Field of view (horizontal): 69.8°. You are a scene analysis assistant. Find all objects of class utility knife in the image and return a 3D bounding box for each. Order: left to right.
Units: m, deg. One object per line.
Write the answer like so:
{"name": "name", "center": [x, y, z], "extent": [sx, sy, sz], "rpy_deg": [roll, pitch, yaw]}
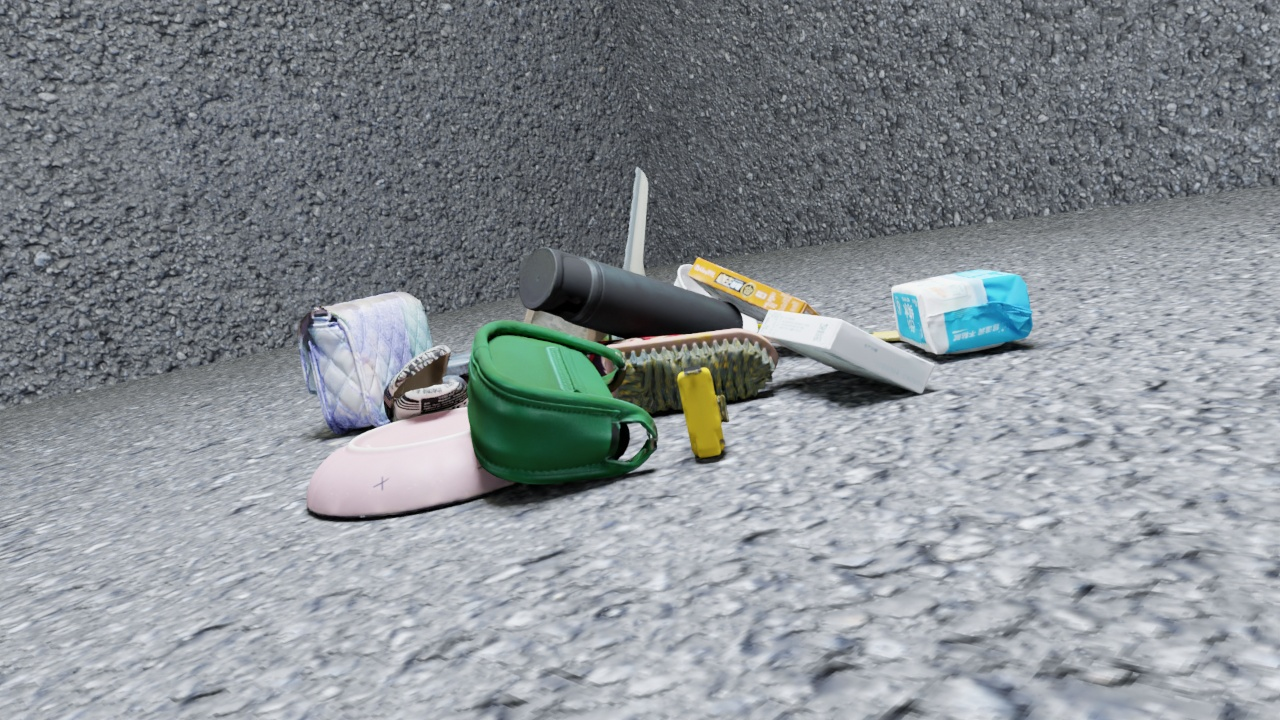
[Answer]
{"name": "utility knife", "center": [0.211, -0.021, 0.958], "extent": [0.178, 0.019, 0.030], "rpy_deg": [-9, 1, 41]}

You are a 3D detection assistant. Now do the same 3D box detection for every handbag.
{"name": "handbag", "center": [-0.293, -0.002, 1.000], "extent": [0.076, 0.134, 0.193], "rpy_deg": [-8, 7, 9]}
{"name": "handbag", "center": [-0.057, 0.025, 0.621], "extent": [0.120, 0.068, 0.131], "rpy_deg": [3, 21, -17]}

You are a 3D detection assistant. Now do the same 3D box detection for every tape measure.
{"name": "tape measure", "center": [0.043, 0.033, 0.610], "extent": [0.029, 0.060, 0.057], "rpy_deg": [-11, 2, 3]}

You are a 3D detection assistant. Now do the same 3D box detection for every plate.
{"name": "plate", "center": [-0.152, 0.067, 0.682], "extent": [0.192, 0.039, 0.192], "rpy_deg": [-10, 8, 1]}

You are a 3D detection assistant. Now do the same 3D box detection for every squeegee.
{"name": "squeegee", "center": [0.014, -0.058, 1.088], "extent": [0.039, 0.246, 0.247], "rpy_deg": [4, -17, 8]}

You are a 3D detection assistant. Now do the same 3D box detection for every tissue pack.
{"name": "tissue pack", "center": [0.284, -0.043, 0.822], "extent": [0.090, 0.063, 0.140], "rpy_deg": [-11, 7, 4]}

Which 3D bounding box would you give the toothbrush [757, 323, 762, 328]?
{"name": "toothbrush", "center": [0.131, -0.046, 1.210], "extent": [0.016, 0.016, 0.190], "rpy_deg": [-9, 7, -26]}

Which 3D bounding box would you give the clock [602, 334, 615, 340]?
{"name": "clock", "center": [-0.073, -0.049, 1.140], "extent": [0.056, 0.116, 0.161], "rpy_deg": [-26, 11, -24]}

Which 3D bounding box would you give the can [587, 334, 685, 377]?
{"name": "can", "center": [-0.005, 0.005, 0.880], "extent": [0.133, 0.053, 0.053], "rpy_deg": [-3, 11, 39]}

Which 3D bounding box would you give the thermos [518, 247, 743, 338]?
{"name": "thermos", "center": [-0.008, -0.060, 0.915], "extent": [0.242, 0.068, 0.090], "rpy_deg": [15, 26, -39]}

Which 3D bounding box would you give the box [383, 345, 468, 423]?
{"name": "box", "center": [-0.195, 0.024, 0.797], "extent": [0.074, 0.077, 0.164], "rpy_deg": [-18, -7, -17]}

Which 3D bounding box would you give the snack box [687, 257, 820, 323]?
{"name": "snack box", "center": [0.126, -0.061, 0.972], "extent": [0.154, 0.026, 0.075], "rpy_deg": [28, -3, 41]}

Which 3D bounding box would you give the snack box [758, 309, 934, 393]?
{"name": "snack box", "center": [0.160, -0.010, 0.738], "extent": [0.084, 0.027, 0.157], "rpy_deg": [24, 1, -13]}

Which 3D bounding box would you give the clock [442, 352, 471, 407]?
{"name": "clock", "center": [-0.197, 0.025, 0.975], "extent": [0.082, 0.055, 0.121], "rpy_deg": [-3, 11, 36]}

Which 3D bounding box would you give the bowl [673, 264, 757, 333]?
{"name": "bowl", "center": [0.072, -0.050, 1.077], "extent": [0.065, 0.118, 0.118], "rpy_deg": [-48, -10, 25]}

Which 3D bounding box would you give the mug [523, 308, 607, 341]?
{"name": "mug", "center": [-0.077, -0.033, 0.990], "extent": [0.084, 0.125, 0.103], "rpy_deg": [23, 25, 6]}

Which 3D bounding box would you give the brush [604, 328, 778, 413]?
{"name": "brush", "center": [0.044, 0.006, 0.780], "extent": [0.145, 0.063, 0.073], "rpy_deg": [-10, 18, -1]}
